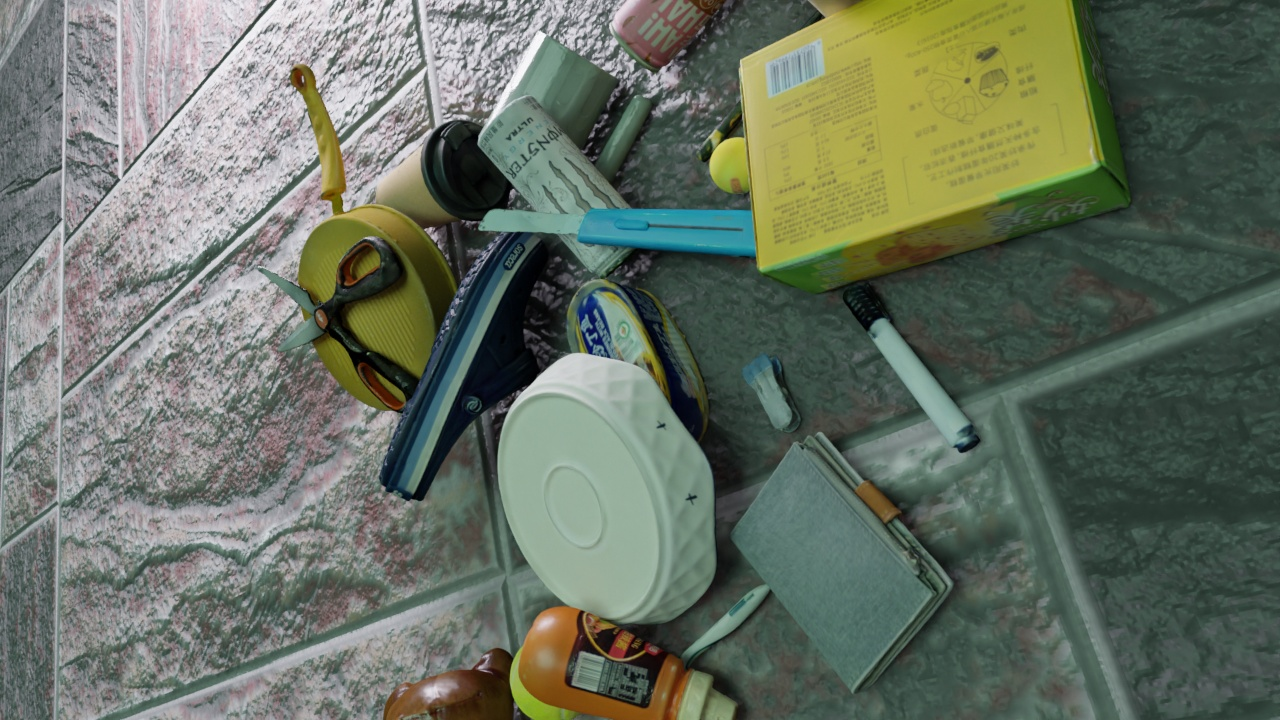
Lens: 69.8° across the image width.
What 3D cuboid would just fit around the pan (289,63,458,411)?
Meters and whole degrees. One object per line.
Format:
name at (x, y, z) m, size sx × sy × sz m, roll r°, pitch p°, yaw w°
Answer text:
pan at (-0.274, -0.122, 0.879) m, size 0.198 × 0.078 × 0.357 m, roll -27°, pitch 91°, yaw 40°

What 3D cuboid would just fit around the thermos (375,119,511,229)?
thermos at (-0.190, -0.167, 0.867) m, size 0.144 × 0.093 × 0.093 m, roll -9°, pitch 76°, yaw 46°

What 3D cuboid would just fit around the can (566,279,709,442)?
can at (-0.004, 0.004, 0.697) m, size 0.075 × 0.049 × 0.148 m, roll -41°, pitch 58°, yaw 28°

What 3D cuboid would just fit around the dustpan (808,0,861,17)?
dustpan at (0.142, -0.329, 0.564) m, size 0.258 × 0.142 × 0.222 m, roll -26°, pitch 65°, yaw 30°

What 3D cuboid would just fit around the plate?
plate at (-0.033, 0.099, 0.662) m, size 0.205 × 0.045 × 0.205 m, roll 16°, pitch 114°, yaw 41°

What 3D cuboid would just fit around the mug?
mug at (-0.061, -0.202, 0.775) m, size 0.124 × 0.083 × 0.103 m, roll 35°, pitch 105°, yaw 13°

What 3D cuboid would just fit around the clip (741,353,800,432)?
clip at (0.091, 0.023, 0.633) m, size 0.026 × 0.036 × 0.058 m, roll -36°, pitch 60°, yaw 27°

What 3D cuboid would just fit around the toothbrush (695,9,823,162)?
toothbrush at (0.105, -0.216, 0.671) m, size 0.186 × 0.012 × 0.017 m, roll -47°, pitch 66°, yaw 24°

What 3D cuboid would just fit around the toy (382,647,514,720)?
toy at (-0.129, 0.335, 0.700) m, size 0.140 × 0.130 × 0.199 m, roll -19°, pitch 78°, yaw -4°

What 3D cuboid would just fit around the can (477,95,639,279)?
can at (-0.059, -0.134, 0.718) m, size 0.058 × 0.058 × 0.146 m, roll -40°, pitch 93°, yaw 28°

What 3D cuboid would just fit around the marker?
marker at (0.168, 0.001, 0.573) m, size 0.023 × 0.018 × 0.130 m, roll -41°, pitch 57°, yaw 17°

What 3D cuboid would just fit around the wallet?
wallet at (0.124, 0.122, 0.575) m, size 0.129 × 0.037 × 0.107 m, roll 51°, pitch 124°, yaw 36°

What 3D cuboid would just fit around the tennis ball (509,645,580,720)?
tennis ball at (-0.066, 0.240, 0.695) m, size 0.066 × 0.065 × 0.065 m, roll -9°, pitch 76°, yaw 39°

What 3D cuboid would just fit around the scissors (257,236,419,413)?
scissors at (-0.279, -0.035, 0.851) m, size 0.232 × 0.021 × 0.222 m, roll 51°, pitch 129°, yaw 8°

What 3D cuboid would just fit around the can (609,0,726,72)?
can at (0.043, -0.295, 0.708) m, size 0.148 × 0.057 × 0.058 m, roll -42°, pitch 58°, yaw 27°

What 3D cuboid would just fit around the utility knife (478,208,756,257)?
utility knife at (-0.014, -0.097, 0.677) m, size 0.223 × 0.018 × 0.034 m, roll 4°, pitch 84°, yaw 12°

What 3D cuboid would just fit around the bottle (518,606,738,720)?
bottle at (-0.006, 0.218, 0.627) m, size 0.149 × 0.066 × 0.067 m, roll 15°, pitch 92°, yaw 13°

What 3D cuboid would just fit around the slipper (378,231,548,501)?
slipper at (-0.131, 0.005, 0.766) m, size 0.252 × 0.095 × 0.105 m, roll -65°, pitch 16°, yaw -12°

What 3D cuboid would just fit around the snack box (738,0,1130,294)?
snack box at (0.169, -0.144, 0.564) m, size 0.211 × 0.070 × 0.157 m, roll -15°, pitch 72°, yaw 38°

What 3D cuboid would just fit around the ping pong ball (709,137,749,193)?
ping pong ball at (0.070, -0.141, 0.667) m, size 0.040 × 0.040 × 0.040 m, roll -9°, pitch 76°, yaw 39°

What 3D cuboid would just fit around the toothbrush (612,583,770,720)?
toothbrush at (0.031, 0.219, 0.650) m, size 0.192 × 0.016 × 0.018 m, roll -49°, pitch 65°, yaw 23°
